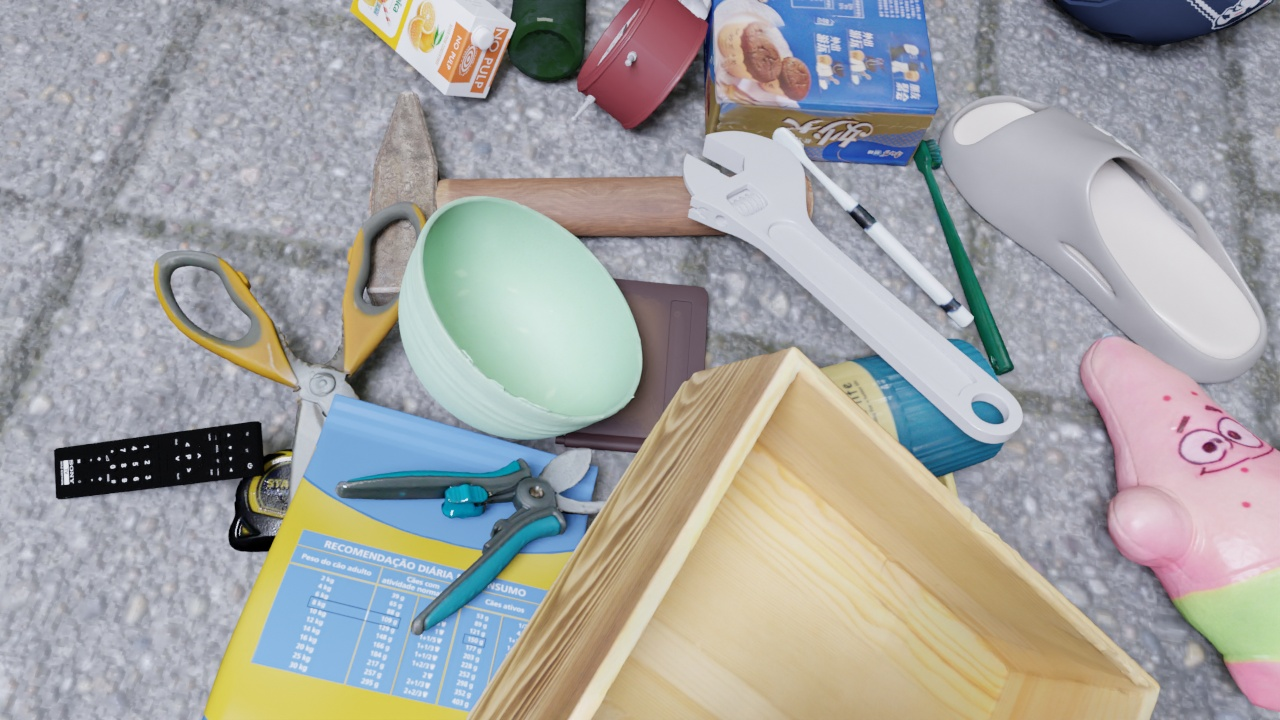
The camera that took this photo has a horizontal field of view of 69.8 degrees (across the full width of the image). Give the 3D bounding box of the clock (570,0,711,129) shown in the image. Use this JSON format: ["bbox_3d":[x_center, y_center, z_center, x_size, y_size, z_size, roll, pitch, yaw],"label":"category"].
[{"bbox_3d":[0.003,-0.221,0.645,0.048,0.096,0.137,34,54,-21],"label":"clock"}]

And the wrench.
[{"bbox_3d":[0.125,-0.054,0.558,0.086,0.018,0.273,-30,61,-26],"label":"wrench"}]

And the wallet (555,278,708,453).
[{"bbox_3d":[-0.003,0.003,0.592,0.091,0.018,0.115,5,68,-3],"label":"wallet"}]

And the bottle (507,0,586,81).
[{"bbox_3d":[-0.067,-0.291,0.698,0.055,0.055,0.173,3,58,-3],"label":"bottle"}]

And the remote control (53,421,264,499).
[{"bbox_3d":[-0.275,0.057,0.520,0.140,0.009,0.030,-8,84,15],"label":"remote control"}]

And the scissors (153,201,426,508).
[{"bbox_3d":[-0.200,-0.003,0.539,0.216,0.016,0.224,10,69,-2],"label":"scissors"}]

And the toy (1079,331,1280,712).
[{"bbox_3d":[0.346,0.079,0.545,0.191,0.097,0.236,-14,60,-19],"label":"toy"}]

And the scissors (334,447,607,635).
[{"bbox_3d":[-0.077,0.083,0.459,0.154,0.019,0.124,10,43,-15],"label":"scissors"}]

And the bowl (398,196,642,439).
[{"bbox_3d":[-0.078,-0.014,0.533,0.151,0.077,0.150,28,41,-28],"label":"bowl"}]

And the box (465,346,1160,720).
[{"bbox_3d":[0.117,0.179,0.315,0.279,0.324,0.283,41,68,-17],"label":"box"}]

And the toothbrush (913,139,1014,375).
[{"bbox_3d":[0.227,-0.078,0.645,0.017,0.016,0.189,-7,67,-12],"label":"toothbrush"}]

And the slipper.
[{"bbox_3d":[0.327,-0.102,0.629,0.112,0.081,0.266,-34,73,-14],"label":"slipper"}]

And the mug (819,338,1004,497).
[{"bbox_3d":[0.155,0.051,0.554,0.107,0.083,0.113,-14,90,-14],"label":"mug"}]

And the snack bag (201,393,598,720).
[{"bbox_3d":[-0.114,0.129,0.470,0.159,0.102,0.204,17,63,-10],"label":"snack bag"}]

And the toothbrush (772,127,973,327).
[{"bbox_3d":[0.160,-0.092,0.629,0.187,0.012,0.017,46,35,1],"label":"toothbrush"}]

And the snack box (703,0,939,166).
[{"bbox_3d":[0.126,-0.251,0.685,0.155,0.069,0.202,2,66,-4],"label":"snack box"}]

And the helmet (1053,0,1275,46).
[{"bbox_3d":[0.402,-0.337,0.655,0.232,0.224,0.272,-6,36,-22],"label":"helmet"}]

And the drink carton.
[{"bbox_3d":[-0.147,-0.242,0.651,0.122,0.059,0.040,43,31,21],"label":"drink carton"}]

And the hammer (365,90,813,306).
[{"bbox_3d":[-0.029,-0.112,0.629,0.300,0.037,0.157,-2,66,-5],"label":"hammer"}]

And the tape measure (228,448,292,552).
[{"bbox_3d":[-0.200,0.083,0.531,0.061,0.034,0.061,7,69,-4],"label":"tape measure"}]
